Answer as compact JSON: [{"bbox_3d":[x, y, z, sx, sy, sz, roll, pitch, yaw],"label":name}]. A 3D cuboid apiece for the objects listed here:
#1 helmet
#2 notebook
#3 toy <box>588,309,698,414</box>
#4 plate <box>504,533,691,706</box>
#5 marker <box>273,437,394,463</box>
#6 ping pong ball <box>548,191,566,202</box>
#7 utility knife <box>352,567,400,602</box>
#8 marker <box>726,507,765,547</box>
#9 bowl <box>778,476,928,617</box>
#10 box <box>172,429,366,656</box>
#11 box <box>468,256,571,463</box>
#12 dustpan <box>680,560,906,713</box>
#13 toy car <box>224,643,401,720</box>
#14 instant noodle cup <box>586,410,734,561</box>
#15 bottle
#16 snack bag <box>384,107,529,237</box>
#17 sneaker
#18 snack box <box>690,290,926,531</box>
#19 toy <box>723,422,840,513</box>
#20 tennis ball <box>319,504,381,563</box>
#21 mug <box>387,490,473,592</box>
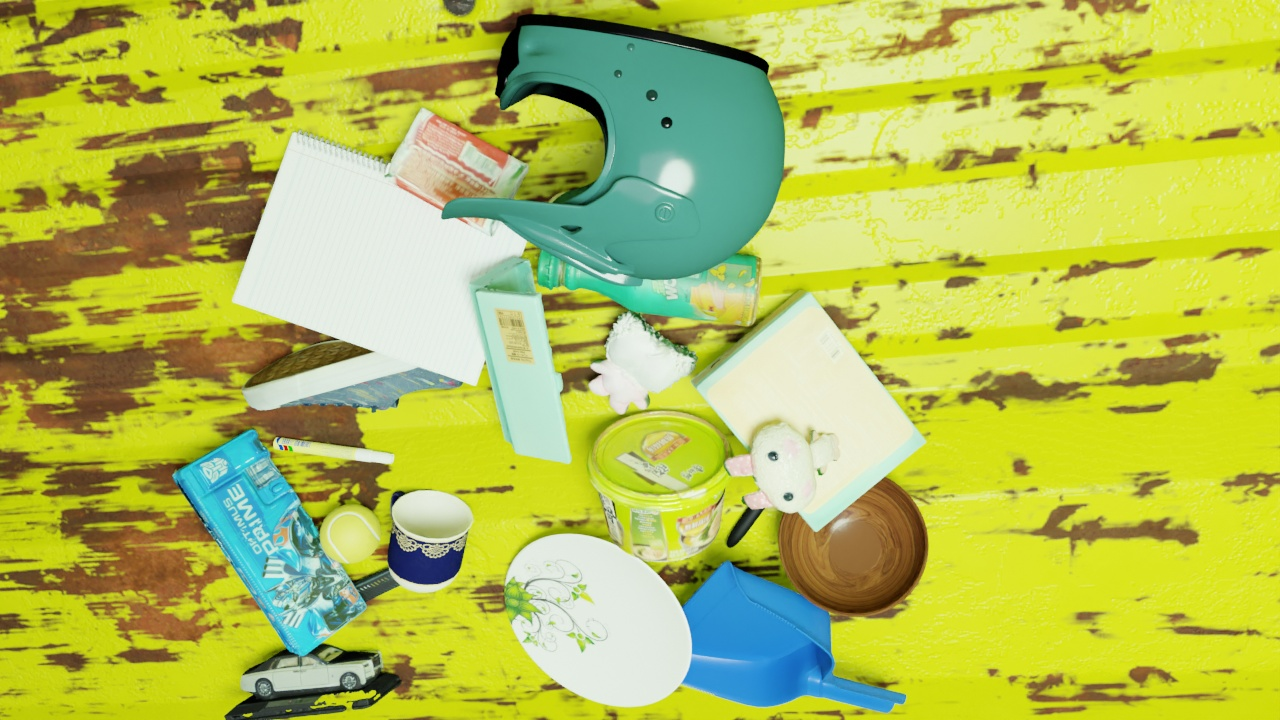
[{"bbox_3d":[-0.018,-0.165,0.773,0.274,0.176,0.200,10,99,-4],"label":"helmet"},{"bbox_3d":[-0.246,-0.100,0.884,0.245,0.013,0.178,19,89,-2],"label":"notebook"},{"bbox_3d":[-0.006,0.005,0.924,0.095,0.041,0.109,38,117,-8],"label":"toy"},{"bbox_3d":[-0.046,0.288,1.035,0.230,0.030,0.230,10,116,21],"label":"plate"},{"bbox_3d":[-0.338,0.100,1.012,0.132,0.014,0.014,7,113,3],"label":"marker"},{"bbox_3d":[-0.070,-0.140,0.871,0.040,0.040,0.040,2,112,5],"label":"ping pong ball"},{"bbox_3d":[-0.329,0.272,1.079,0.173,0.020,0.029,-25,107,16],"label":"utility knife"},{"bbox_3d":[0.129,0.152,0.979,0.015,0.018,0.134,21,114,-24],"label":"marker"},{"bbox_3d":[0.220,0.190,0.948,0.147,0.069,0.147,-5,72,15],"label":"bowl"},{"bbox_3d":[-0.428,0.207,1.043,0.115,0.093,0.243,-11,110,54],"label":"box"},{"bbox_3d":[-0.097,0.005,0.878,0.093,0.076,0.188,19,130,35],"label":"box"},{"bbox_3d":[0.165,0.321,0.992,0.257,0.059,0.246,17,140,-10],"label":"dustpan"},{"bbox_3d":[-0.398,0.382,1.105,0.192,0.094,0.071,-8,90,10],"label":"toy car"},{"bbox_3d":[0.021,0.128,0.920,0.146,0.146,0.098,1,123,6],"label":"instant noodle cup"},{"bbox_3d":[0.008,-0.078,0.872,0.210,0.068,0.068,8,113,3],"label":"bottle"},{"bbox_3d":[-0.171,-0.175,0.859,0.116,0.036,0.077,28,91,-4],"label":"snack bag"},{"bbox_3d":[-0.291,0.022,0.941,0.236,0.087,0.079,-14,115,8],"label":"sneaker"},{"bbox_3d":[0.164,0.050,0.896,0.141,0.044,0.193,-40,101,1],"label":"snack box"},{"bbox_3d":[0.137,0.099,0.858,0.112,0.050,0.087,-18,101,4],"label":"toy"},{"bbox_3d":[-0.322,0.193,1.020,0.065,0.065,0.065,2,112,5],"label":"tennis ball"},{"bbox_3d":[-0.243,0.198,1.013,0.112,0.085,0.089,32,120,31],"label":"mug"}]
